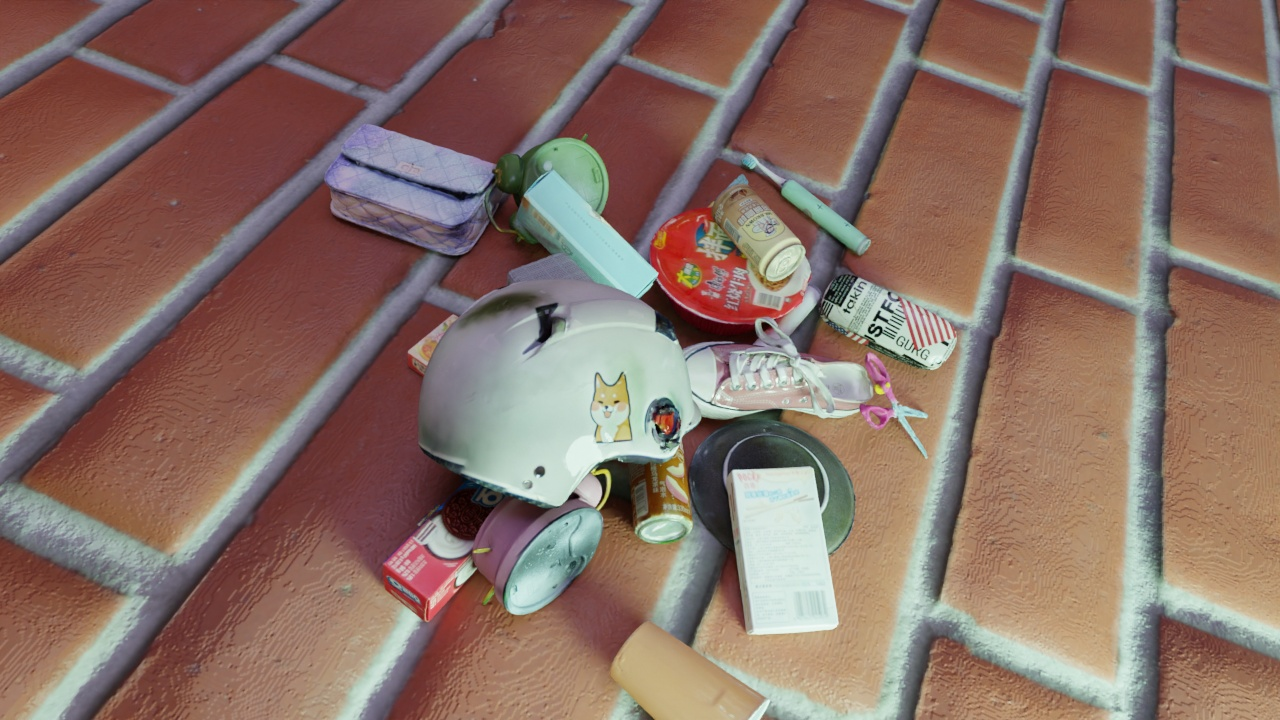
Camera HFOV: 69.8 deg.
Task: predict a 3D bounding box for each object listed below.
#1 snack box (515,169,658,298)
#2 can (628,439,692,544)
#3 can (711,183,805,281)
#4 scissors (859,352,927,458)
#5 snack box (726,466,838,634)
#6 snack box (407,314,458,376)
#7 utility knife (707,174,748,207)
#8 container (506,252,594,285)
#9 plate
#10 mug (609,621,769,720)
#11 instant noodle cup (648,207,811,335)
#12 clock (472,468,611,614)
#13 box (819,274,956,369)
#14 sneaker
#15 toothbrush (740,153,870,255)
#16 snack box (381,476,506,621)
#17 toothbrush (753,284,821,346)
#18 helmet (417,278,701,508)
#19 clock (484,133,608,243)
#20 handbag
[{"bbox_3d":[-0.063,-0.133,1.055,0.175,0.074,0.051,45,72,-2],"label":"snack box"},{"bbox_3d":[0.017,0.108,0.927,0.058,0.058,0.147,1,52,-9],"label":"can"},{"bbox_3d":[0.136,-0.151,1.072,0.058,0.059,0.116,-22,58,-25],"label":"can"},{"bbox_3d":[0.277,0.055,1.007,0.133,0.017,0.129,58,40,-2],"label":"scissors"},{"bbox_3d":[0.135,0.182,0.887,0.084,0.027,0.156,-1,65,-10],"label":"snack box"},{"bbox_3d":[-0.170,0.016,0.990,0.153,0.026,0.075,33,53,16],"label":"snack box"},{"bbox_3d":[0.087,-0.186,1.209,0.031,0.022,0.219,35,49,10],"label":"utility knife"},{"bbox_3d":[-0.089,-0.051,1.019,0.090,0.090,0.114,-23,56,-26],"label":"container"},{"bbox_3d":[0.140,0.129,0.954,0.179,0.024,0.179,4,51,-6],"label":"plate"},{"bbox_3d":[0.038,0.283,0.784,0.123,0.078,0.078,33,53,23],"label":"mug"},{"bbox_3d":[0.102,-0.098,1.104,0.194,0.066,0.193,4,50,-5],"label":"instant noodle cup"},{"bbox_3d":[-0.082,0.155,0.837,0.158,0.117,0.060,-34,55,-30],"label":"clock"},{"bbox_3d":[0.294,-0.040,1.108,0.163,0.083,0.075,26,88,10],"label":"box"},{"bbox_3d":[0.147,0.014,0.988,0.241,0.088,0.118,5,65,-15],"label":"sneaker"},{"bbox_3d":[0.221,-0.218,1.246,0.027,0.026,0.224,-41,66,-10],"label":"toothbrush"},{"bbox_3d":[-0.152,0.145,0.869,0.058,0.057,0.206,34,53,13],"label":"snack box"},{"bbox_3d":[0.150,-0.020,1.075,0.026,0.027,0.220,47,56,-3],"label":"toothbrush"},{"bbox_3d":[-0.073,0.003,0.834,0.273,0.157,0.230,-20,29,-35],"label":"helmet"},{"bbox_3d":[-0.116,-0.208,1.125,0.161,0.116,0.056,-27,25,-24],"label":"clock"},{"bbox_3d":[-0.275,-0.214,1.125,0.194,0.076,0.133,18,50,4],"label":"handbag"}]
